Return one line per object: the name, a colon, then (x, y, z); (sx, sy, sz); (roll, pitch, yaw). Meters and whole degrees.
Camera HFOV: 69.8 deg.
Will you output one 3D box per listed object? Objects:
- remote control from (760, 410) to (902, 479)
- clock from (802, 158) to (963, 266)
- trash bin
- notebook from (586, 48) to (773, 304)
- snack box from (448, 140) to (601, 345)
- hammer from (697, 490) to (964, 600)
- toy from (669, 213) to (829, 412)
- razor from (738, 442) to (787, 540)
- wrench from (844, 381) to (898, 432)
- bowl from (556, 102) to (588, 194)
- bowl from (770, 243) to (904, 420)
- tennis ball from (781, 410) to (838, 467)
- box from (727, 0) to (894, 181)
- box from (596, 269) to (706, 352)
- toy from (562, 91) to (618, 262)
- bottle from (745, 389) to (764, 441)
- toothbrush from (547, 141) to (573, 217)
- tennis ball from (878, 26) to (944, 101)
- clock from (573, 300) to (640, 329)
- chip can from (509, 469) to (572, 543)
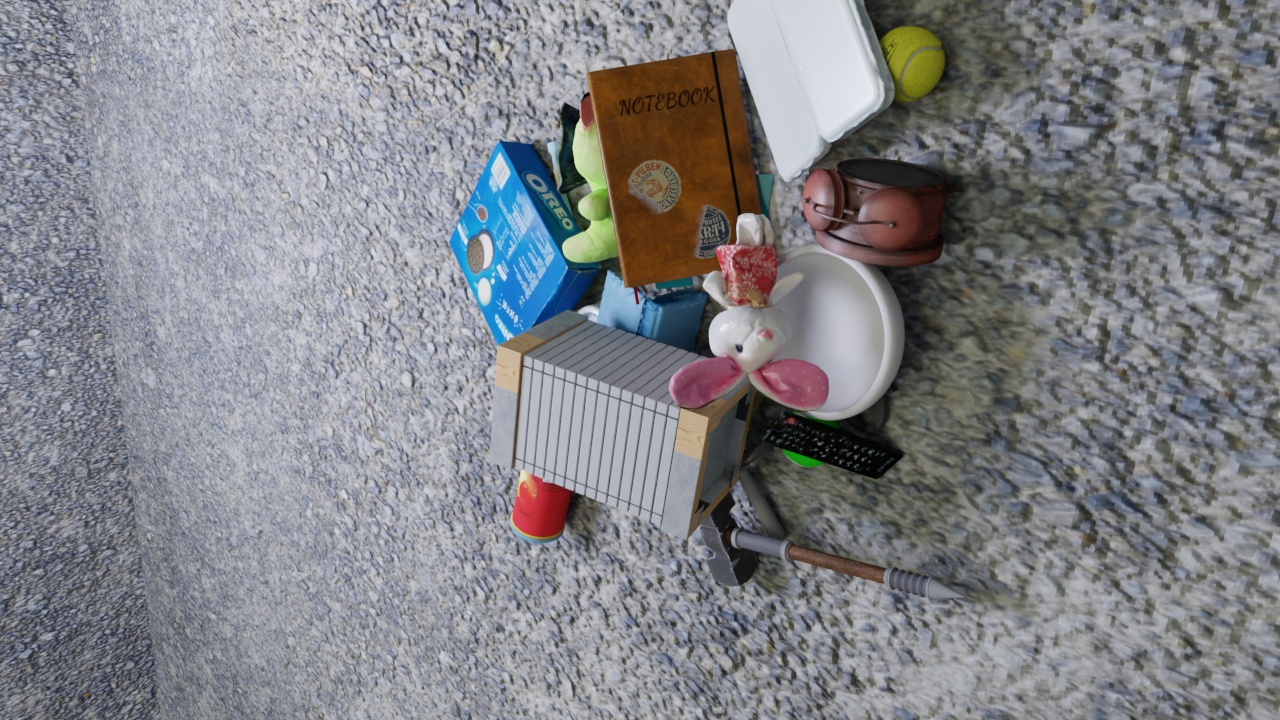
remote control: (0.197, 0.085, 0.948); (0.047, 0.150, 0.022); (-53, 27, 38)
clock: (0.217, -0.137, 0.842); (0.121, 0.157, 0.072); (25, 123, 36)
trash bin: (-0.019, 0.062, 1.010); (0.247, 0.142, 0.143); (18, 116, 22)
notebook: (0.051, -0.201, 0.998); (0.014, 0.178, 0.249); (-136, 36, -83)
snack box: (-0.164, -0.143, 1.236); (0.196, 0.056, 0.238); (-53, 55, 39)
hammer: (0.194, 0.216, 1.000); (0.323, 0.042, 0.156); (6, 129, 43)
toy: (0.109, -0.044, 0.898); (0.084, 0.159, 0.194); (153, 121, -80)
razor: (0.137, 0.163, 1.082); (0.088, 0.047, 0.116); (-30, 88, 43)
wrench: (0.228, -0.059, 0.950); (0.073, 0.018, 0.273); (4, 103, 45)
bowl: (-0.074, -0.261, 1.135); (0.055, 0.110, 0.110); (2, 107, -3)
bowl: (0.197, -0.031, 0.926); (0.177, 0.066, 0.177); (15, 109, 47)
tennis ball: (0.183, 0.083, 0.996); (0.065, 0.065, 0.065); (13, 110, 40)
box: (0.154, -0.301, 0.896); (0.192, 0.045, 0.209); (-29, 76, 64)
box: (-0.008, 0.006, 1.137); (0.112, 0.094, 0.232); (34, 124, 34)
toy: (-0.025, -0.213, 1.063); (0.107, 0.149, 0.197); (20, 117, 19)
bottle: (0.119, 0.026, 1.044); (0.060, 0.059, 0.166); (28, 120, 35)
toothbrush: (-0.100, -0.212, 1.214); (0.022, 0.016, 0.155); (-8, 97, 34)
tennis ball: (0.245, -0.272, 0.841); (0.065, 0.065, 0.065); (13, 110, 40)
clock: (-0.055, -0.031, 1.199); (0.126, 0.051, 0.089); (-18, 90, 47)
chip can: (-0.127, 0.148, 1.290); (0.087, 0.086, 0.214); (33, 123, 32)
